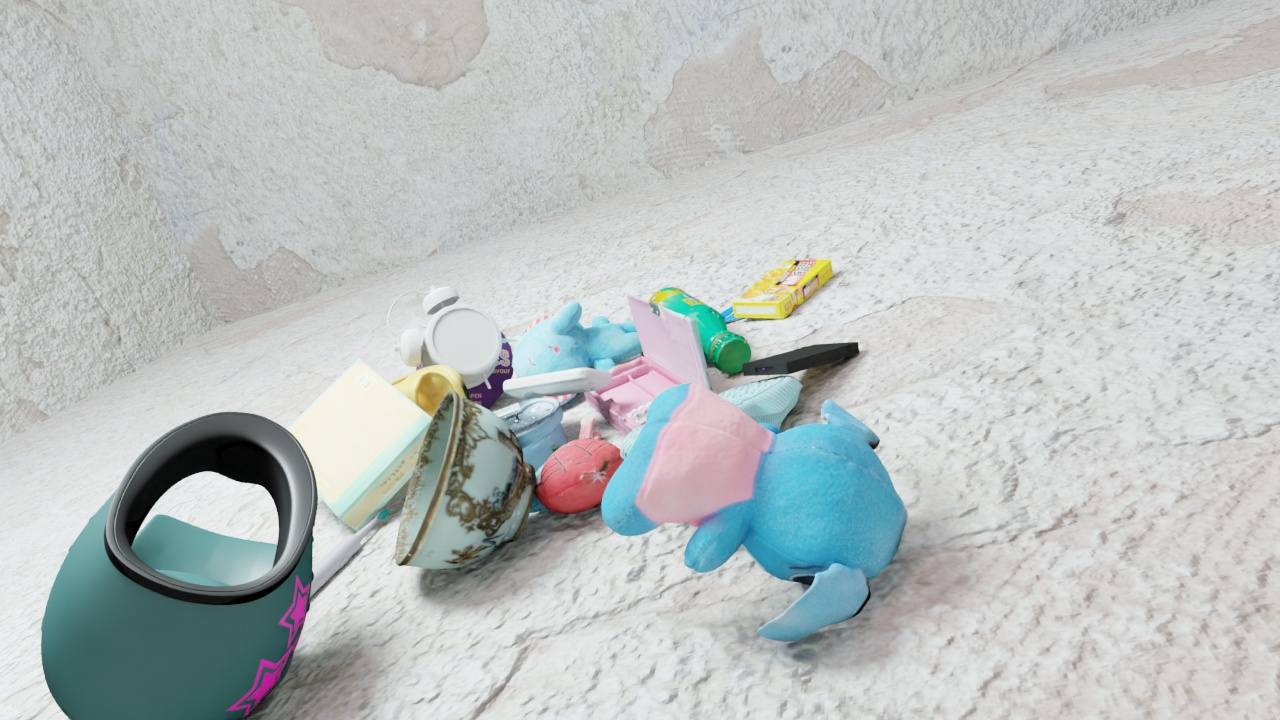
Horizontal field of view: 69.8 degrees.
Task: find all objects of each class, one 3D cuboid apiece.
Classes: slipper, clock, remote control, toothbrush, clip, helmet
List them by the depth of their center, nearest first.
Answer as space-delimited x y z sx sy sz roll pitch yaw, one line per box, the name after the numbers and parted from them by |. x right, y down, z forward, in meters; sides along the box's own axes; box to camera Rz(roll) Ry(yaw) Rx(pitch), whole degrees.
-0.352 0.176 0.725 0.176 0.201 0.274 20 25 -18 | helmet
0.075 0.067 0.808 0.116 0.069 0.275 -11 4 29 | slipper
-0.303 0.198 0.906 0.019 0.018 0.187 -10 19 23 | toothbrush
0.166 -0.002 0.939 0.058 0.013 0.133 -3 7 45 | remote control
-0.054 0.087 0.974 0.023 0.045 0.059 -18 49 17 | clip
-0.137 0.084 1.001 0.118 0.060 0.162 -22 16 -7 | clock
-0.094 0.028 1.024 0.134 0.022 0.050 -10 -13 39 | remote control
-0.317 0.078 1.165 0.264 0.099 0.078 -12 20 37 | slipper
-0.249 -0.030 1.183 0.119 0.159 0.061 -65 11 -25 | clock

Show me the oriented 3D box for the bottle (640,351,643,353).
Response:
0.004 -0.026 1.230 0.033 0.033 0.123 -22 17 -5 | bottle

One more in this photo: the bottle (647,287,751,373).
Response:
0.070 -0.035 1.116 0.068 0.068 0.210 -24 24 -12 | bottle

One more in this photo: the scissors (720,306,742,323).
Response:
0.099 -0.050 1.229 0.125 0.016 0.123 -16 22 13 | scissors

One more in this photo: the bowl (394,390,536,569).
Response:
-0.149 0.116 0.819 0.094 0.160 0.160 18 7 -19 | bowl

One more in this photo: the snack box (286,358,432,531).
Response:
-0.323 0.090 1.048 0.141 0.044 0.194 -48 45 -13 | snack box

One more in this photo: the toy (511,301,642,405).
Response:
-0.082 -0.021 1.177 0.181 0.115 0.183 -18 36 6 | toy

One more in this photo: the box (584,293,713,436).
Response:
-0.006 0.003 1.005 0.106 0.115 0.232 -24 17 -10 | box

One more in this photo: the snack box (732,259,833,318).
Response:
0.193 -0.098 1.232 0.075 0.025 0.151 4 28 38 | snack box

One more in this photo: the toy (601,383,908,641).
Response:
0.084 0.077 0.624 0.191 0.099 0.223 19 41 9 | toy

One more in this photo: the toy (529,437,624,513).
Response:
-0.065 0.107 0.852 0.092 0.062 0.133 -26 6 -34 | toy

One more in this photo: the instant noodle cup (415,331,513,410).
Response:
-0.255 0.019 1.276 0.121 0.136 0.122 -1 -10 -31 | instant noodle cup
